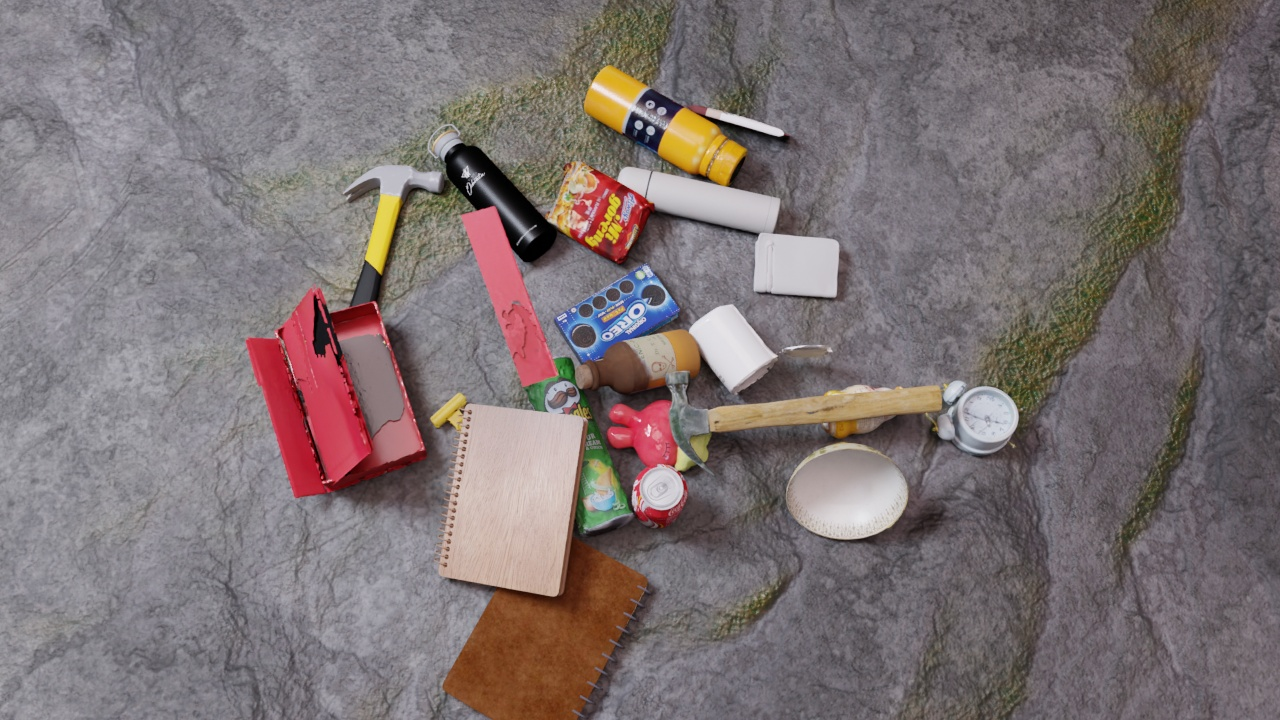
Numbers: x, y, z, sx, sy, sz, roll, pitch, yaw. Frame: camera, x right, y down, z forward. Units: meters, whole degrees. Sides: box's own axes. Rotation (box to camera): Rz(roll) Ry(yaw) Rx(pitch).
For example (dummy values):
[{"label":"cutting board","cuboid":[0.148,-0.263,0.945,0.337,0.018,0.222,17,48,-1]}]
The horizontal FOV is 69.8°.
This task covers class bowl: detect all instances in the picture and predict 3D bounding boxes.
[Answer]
[{"label":"bowl","cuboid":[0.251,0.147,1.126,0.145,0.145,0.063,10,34,1]}]

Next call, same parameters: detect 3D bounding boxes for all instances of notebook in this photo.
[{"label":"notebook","cuboid":[-0.158,0.164,1.104,0.169,0.022,0.210,5,82,18]},{"label":"notebook","cuboid":[-0.106,0.327,1.091,0.167,0.024,0.225,27,73,8]}]

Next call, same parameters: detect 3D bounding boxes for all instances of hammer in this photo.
[{"label":"hammer","cuboid":[0.200,0.064,1.123,0.330,0.033,0.132,-6,87,2]},{"label":"hammer","cuboid":[-0.360,-0.118,1.231,0.127,0.029,0.323,9,72,1]}]

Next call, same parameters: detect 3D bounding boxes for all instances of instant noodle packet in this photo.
[{"label":"instant noodle packet","cuboid":[-0.058,-0.201,1.244,0.135,0.039,0.099,31,103,7]}]

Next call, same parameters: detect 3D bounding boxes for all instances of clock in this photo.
[{"label":"clock","cuboid":[0.424,0.073,1.177,0.118,0.057,0.083,16,72,11]}]

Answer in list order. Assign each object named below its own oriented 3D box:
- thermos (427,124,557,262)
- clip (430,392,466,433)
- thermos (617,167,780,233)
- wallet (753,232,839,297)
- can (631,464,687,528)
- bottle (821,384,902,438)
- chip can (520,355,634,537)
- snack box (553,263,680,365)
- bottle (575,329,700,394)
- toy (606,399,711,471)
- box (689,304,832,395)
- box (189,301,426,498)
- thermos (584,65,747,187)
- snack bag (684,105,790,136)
[{"label":"thermos","cuboid":[-0.211,-0.236,1.256,0.061,0.061,0.231,-39,77,-14]},{"label":"clip","cuboid":[-0.235,0.073,1.170,0.053,0.044,0.050,-42,53,-16]},{"label":"thermos","cuboid":[0.078,-0.221,1.265,0.224,0.052,0.052,13,71,2]},{"label":"wallet","cuboid":[0.211,-0.128,1.253,0.116,0.032,0.086,8,82,-1]},{"label":"can","cuboid":[0.022,0.164,1.107,0.064,0.105,0.064,1,71,-2]},{"label":"bottle","cuboid":[0.285,0.061,1.171,0.109,0.063,0.063,-12,72,-4]},{"label":"chip can","cuboid":[-0.080,0.108,1.139,0.075,0.075,0.223,-20,74,-9]},{"label":"snack box","cuboid":[-0.031,-0.057,1.220,0.150,0.027,0.082,-33,76,-12]},{"label":"bottle","cuboid":[-0.007,0.007,1.157,0.156,0.068,0.067,-12,71,-24]},{"label":"toy","cuboid":[0.023,0.093,1.162,0.135,0.045,0.091,16,70,-3]},{"label":"box","cuboid":[0.153,-0.023,1.178,0.143,0.083,0.137,-35,77,0]},{"label":"box","cuboid":[-0.499,0.074,1.028,0.509,0.141,0.215,-14,78,-32]},{"label":"thermos","cuboid":[0.041,-0.331,1.289,0.233,0.076,0.091,32,70,9]},{"label":"snack bag","cuboid":[0.139,-0.343,1.311,0.158,0.057,0.013,17,107,5]}]
